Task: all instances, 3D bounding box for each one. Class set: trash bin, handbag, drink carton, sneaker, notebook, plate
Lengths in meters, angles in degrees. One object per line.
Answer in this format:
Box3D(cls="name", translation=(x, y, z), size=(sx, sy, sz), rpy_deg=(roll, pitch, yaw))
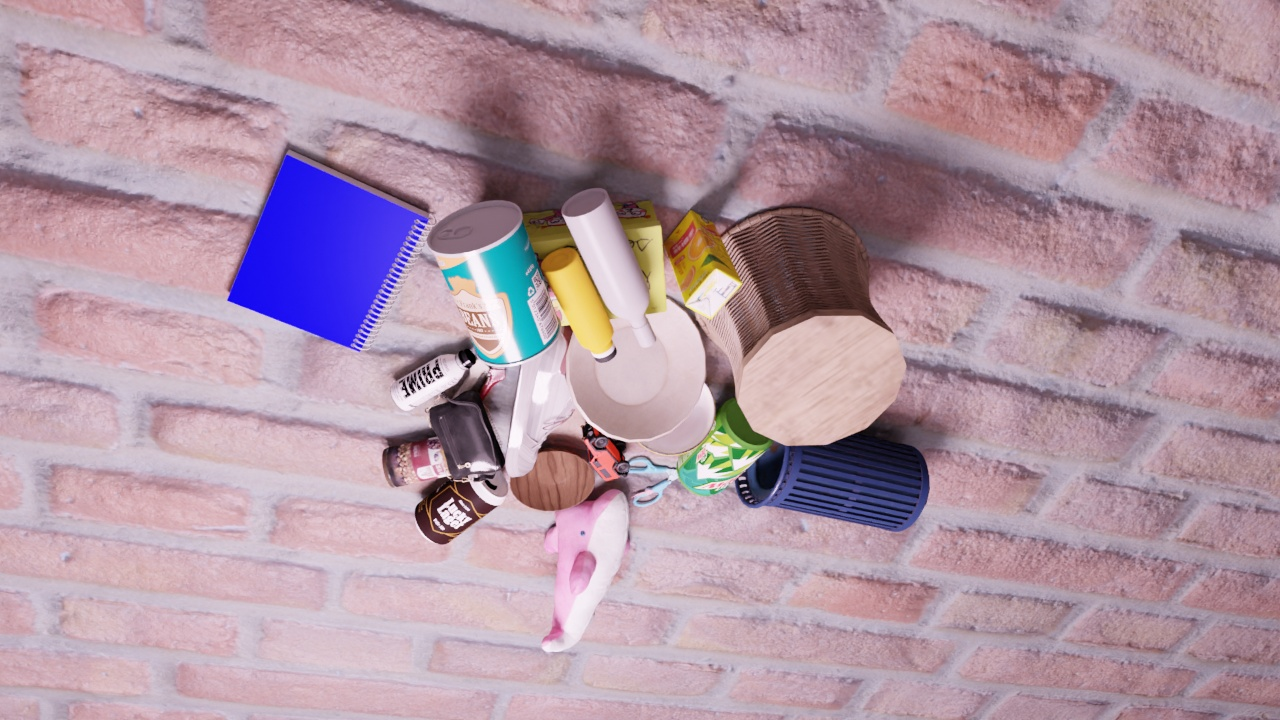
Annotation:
Box3D(cls="trash bin", translation=(0.274, 0.159, 1.288), size=(0.249, 0.139, 0.140), rpy_deg=(14, 125, -20))
Box3D(cls="handbag", translation=(-0.227, 0.099, 1.182), size=(0.079, 0.054, 0.128), rpy_deg=(-19, 98, 5))
Box3D(cls="drink carton", translation=(0.069, -0.112, 1.046), size=(0.043, 0.134, 0.059), rpy_deg=(26, 118, -28))
Box3D(cls="sneaker", translation=(-0.117, 0.057, 1.177), size=(0.089, 0.099, 0.237), rpy_deg=(9, 121, -8))
Box3D(cls="notebook", translation=(-0.356, -0.116, 1.056), size=(0.171, 0.022, 0.210), rpy_deg=(23, 121, -22))
Box3D(cls="plate", translation=(-0.007, 0.006, 1.148), size=(0.188, 0.027, 0.188), rpy_deg=(-1, 92, -23))

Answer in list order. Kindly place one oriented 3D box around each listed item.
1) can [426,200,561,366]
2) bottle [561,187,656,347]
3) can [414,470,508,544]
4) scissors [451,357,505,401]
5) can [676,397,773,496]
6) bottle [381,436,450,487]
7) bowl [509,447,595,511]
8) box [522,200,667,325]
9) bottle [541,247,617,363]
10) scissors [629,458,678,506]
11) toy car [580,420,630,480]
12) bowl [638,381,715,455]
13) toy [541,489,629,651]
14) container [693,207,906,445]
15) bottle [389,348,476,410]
Box3D(cls="can", translation=(-0.150, -0.080, 0.964), size=(0.099, 0.099, 0.144), rpy_deg=(-14, 128, 3))
Box3D(cls="bottle", translation=(-0.025, -0.093, 1.006), size=(0.052, 0.052, 0.195), rpy_deg=(-20, 127, 7))
Box3D(cls="can", translation=(-0.252, 0.199, 1.285), size=(0.129, 0.071, 0.072), rpy_deg=(-37, 124, 20))
Box3D(cls="scissors", translation=(-0.193, 0.016, 1.186), size=(0.189, 0.015, 0.140), rpy_deg=(-24, 126, 11))
Box3D(cls="can", translation=(0.113, 0.121, 1.251), size=(0.083, 0.082, 0.144), rpy_deg=(16, 140, -19))
Box3D(cls="bottle", translation=(-0.288, 0.134, 1.239), size=(0.105, 0.056, 0.056), rpy_deg=(-13, 129, 2))
Box3D(cls="bowl", translation=(-0.125, 0.161, 1.298), size=(0.119, 0.032, 0.119), rpy_deg=(-4, 128, -5))
Box3D(cls="box", translation=(-0.083, -0.108, 1.064), size=(0.221, 0.079, 0.125), rpy_deg=(-5, 128, -3))
Box3D(cls="bottle", translation=(-0.064, -0.057, 1.032), size=(0.043, 0.043, 0.144), rpy_deg=(-19, 128, 7))
Box3D(cls="scissors", translation=(0.032, 0.162, 1.338), size=(0.139, 0.015, 0.118), rpy_deg=(-35, 126, 11))
Box3D(cls="toy car", translation=(-0.052, 0.123, 1.267), size=(0.049, 0.051, 0.100), rpy_deg=(-28, 127, 12))
Box3D(cls="bowl", translation=(0.038, 0.067, 1.213), size=(0.117, 0.067, 0.117), rpy_deg=(0, 85, -2))
Box3D(cls="toy", translation=(-0.096, 0.300, 1.362), size=(0.128, 0.186, 0.266), rpy_deg=(22, 104, 21))
Box3D(cls="container", translation=(0.188, -0.035, 1.083), size=(0.227, 0.195, 0.227), rpy_deg=(-4, 128, -5))
Box3D(cls="bottle", translation=(-0.260, 0.021, 1.164), size=(0.116, 0.041, 0.041), rpy_deg=(-29, 126, 14))
